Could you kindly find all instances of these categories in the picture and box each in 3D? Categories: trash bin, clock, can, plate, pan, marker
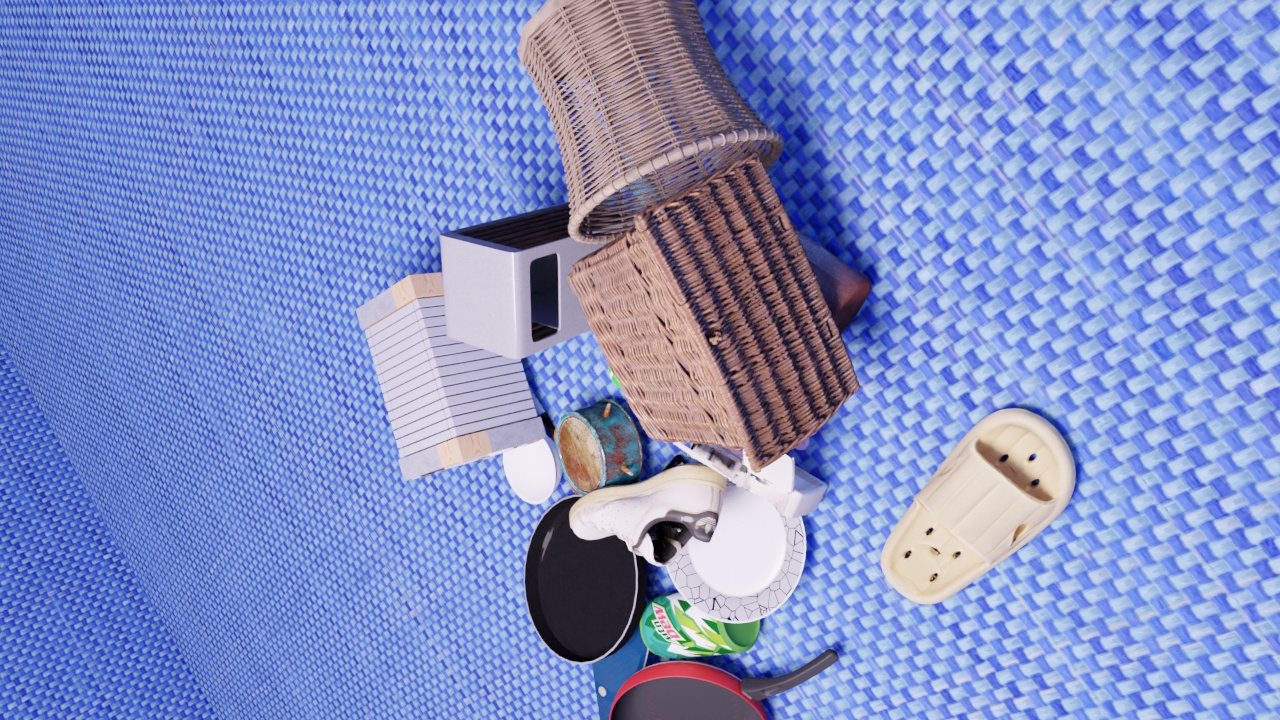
[{"bbox_3d":[-0.103,-0.100,1.046,0.115,0.228,0.115,17,117,34],"label":"trash bin"},{"bbox_3d":[-0.059,0.118,1.201,0.158,0.073,0.121,-26,81,54],"label":"clock"},{"bbox_3d":[0.074,0.335,1.172,0.144,0.082,0.083,-22,92,43],"label":"can"},{"bbox_3d":[0.112,0.217,1.103,0.189,0.016,0.188,-5,80,31],"label":"plate"},{"bbox_3d":[-0.040,0.252,1.236,0.357,0.034,0.225,-51,52,24],"label":"pan"},{"bbox_3d":[0.113,0.433,1.168,0.209,0.067,0.357,41,118,-13],"label":"pan"},{"bbox_3d":[-0.157,0.045,1.296,0.011,0.011,0.152,-36,83,42],"label":"marker"},{"bbox_3d":[-0.259,0.018,1.255,0.143,0.142,0.247,-21,84,42],"label":"trash bin"}]

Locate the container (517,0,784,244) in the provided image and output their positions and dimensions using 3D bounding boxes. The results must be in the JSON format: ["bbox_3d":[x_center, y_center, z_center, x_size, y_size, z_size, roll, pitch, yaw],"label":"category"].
[{"bbox_3d":[0.000,-0.253,0.917,0.228,0.226,0.196,-28,82,42],"label":"container"}]

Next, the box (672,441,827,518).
[{"bbox_3d":[0.119,0.112,0.996,0.145,0.186,0.065,29,84,25],"label":"box"}]

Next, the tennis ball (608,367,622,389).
[{"bbox_3d":[-0.007,0.007,1.120,0.065,0.065,0.065,16,117,34],"label":"tennis ball"}]

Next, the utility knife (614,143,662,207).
[{"bbox_3d":[0.024,-0.171,1.059,0.196,0.015,0.031,52,136,9],"label":"utility knife"}]

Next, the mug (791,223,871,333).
[{"bbox_3d":[0.161,-0.063,0.940,0.110,0.096,0.123,43,138,23],"label":"mug"}]

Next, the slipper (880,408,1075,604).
[{"bbox_3d":[0.321,0.164,0.906,0.111,0.079,0.262,40,129,16],"label":"slipper"}]

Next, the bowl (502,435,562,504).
[{"bbox_3d":[-0.144,0.145,1.302,0.110,0.040,0.110,10,105,41],"label":"bowl"}]

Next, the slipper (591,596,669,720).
[{"bbox_3d":[-0.017,0.427,1.302,0.118,0.060,0.295,12,110,39],"label":"slipper"}]

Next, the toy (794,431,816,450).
[{"bbox_3d":[0.164,0.053,1.008,0.103,0.050,0.093,0,104,37],"label":"toy"}]

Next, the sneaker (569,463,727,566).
[{"bbox_3d":[0.007,0.200,1.097,0.242,0.089,0.102,-26,52,41],"label":"sneaker"}]

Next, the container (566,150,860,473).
[{"bbox_3d":[0.056,-0.036,0.876,0.184,0.161,0.250,-11,109,54],"label":"container"}]
